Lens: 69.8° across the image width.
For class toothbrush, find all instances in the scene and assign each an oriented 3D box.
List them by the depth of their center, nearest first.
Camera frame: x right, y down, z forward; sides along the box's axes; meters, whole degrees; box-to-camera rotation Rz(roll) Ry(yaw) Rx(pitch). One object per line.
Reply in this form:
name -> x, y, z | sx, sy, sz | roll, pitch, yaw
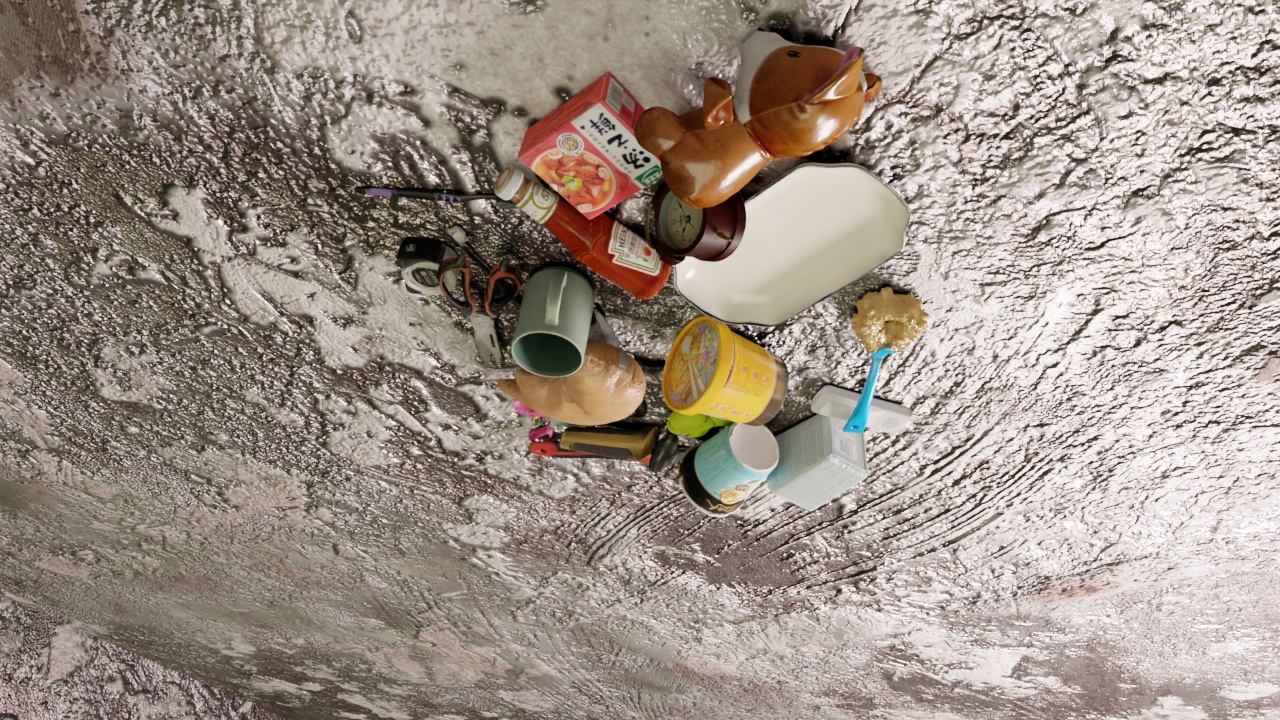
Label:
toothbrush -> -0.214, -0.173, 0.974 | 0.189, 0.016, 0.014 | 5, 144, 6
toothbrush -> -0.165, -0.094, 1.070 | 0.018, 0.015, 0.181 | -21, 135, 21

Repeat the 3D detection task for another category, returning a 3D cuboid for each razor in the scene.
razor -> -0.031, 0.120, 1.292 | 0.167, 0.067, 0.062 | 6, 143, 6

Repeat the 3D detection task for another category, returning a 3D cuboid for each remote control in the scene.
remote control -> 0.287, 0.066, 1.196 | 0.125, 0.024, 0.049 | 15, 143, -10

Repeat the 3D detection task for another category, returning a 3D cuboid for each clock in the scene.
clock -> 0.049, -0.138, 0.913 | 0.055, 0.082, 0.122 | -4, 180, -42

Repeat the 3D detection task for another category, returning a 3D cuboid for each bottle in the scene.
bottle -> -0.059, -0.135, 0.962 | 0.206, 0.059, 0.060 | 31, 138, -28

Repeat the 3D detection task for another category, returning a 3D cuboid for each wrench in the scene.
wrench -> -0.027, 0.138, 1.348 | 0.273, 0.016, 0.056 | 6, 142, -2

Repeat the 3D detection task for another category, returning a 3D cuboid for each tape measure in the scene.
tape measure -> -0.241, -0.106, 1.053 | 0.066, 0.033, 0.066 | 4, 145, 2

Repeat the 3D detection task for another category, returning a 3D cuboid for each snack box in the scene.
snack box -> -0.032, -0.195, 0.886 | 0.113, 0.044, 0.127 | -24, 133, 36

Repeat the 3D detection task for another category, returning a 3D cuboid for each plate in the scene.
plate -> 0.152, -0.122, 0.960 | 0.162, 0.034, 0.267 | 30, 138, -26

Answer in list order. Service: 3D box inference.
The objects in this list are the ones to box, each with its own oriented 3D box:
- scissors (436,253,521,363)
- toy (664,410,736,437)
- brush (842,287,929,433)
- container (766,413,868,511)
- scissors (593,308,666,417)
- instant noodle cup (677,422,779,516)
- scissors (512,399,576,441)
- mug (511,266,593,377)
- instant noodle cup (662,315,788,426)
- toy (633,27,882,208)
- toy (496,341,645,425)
scissors -> -0.176, -0.057, 1.088 | 0.199, 0.015, 0.204 | -27, 144, 29
toy -> 0.081, 0.076, 1.241 | 0.100, 0.031, 0.097 | -6, 145, 9
brush -> 0.279, 0.011, 1.098 | 0.083, 0.045, 0.255 | 3, 138, 0
container -> 0.241, 0.133, 1.245 | 0.090, 0.089, 0.112 | 27, 136, -25
scissors -> -0.016, 0.014, 1.182 | 0.221, 0.021, 0.228 | 11, 144, -6
instant noodle cup -> 0.125, 0.140, 1.248 | 0.111, 0.111, 0.121 | 20, 144, -16
scissors -> -0.128, 0.087, 1.308 | 0.133, 0.017, 0.135 | 24, 137, -26
mug -> -0.096, -0.055, 1.033 | 0.082, 0.106, 0.112 | 9, 144, -1
instant noodle cup -> 0.105, 0.020, 1.098 | 0.114, 0.118, 0.119 | 19, 143, -28
toy -> 0.104, -0.216, 0.791 | 0.200, 0.139, 0.130 | -15, 97, 25
toy -> -0.093, 0.038, 1.167 | 0.143, 0.082, 0.227 | 38, 143, -30
